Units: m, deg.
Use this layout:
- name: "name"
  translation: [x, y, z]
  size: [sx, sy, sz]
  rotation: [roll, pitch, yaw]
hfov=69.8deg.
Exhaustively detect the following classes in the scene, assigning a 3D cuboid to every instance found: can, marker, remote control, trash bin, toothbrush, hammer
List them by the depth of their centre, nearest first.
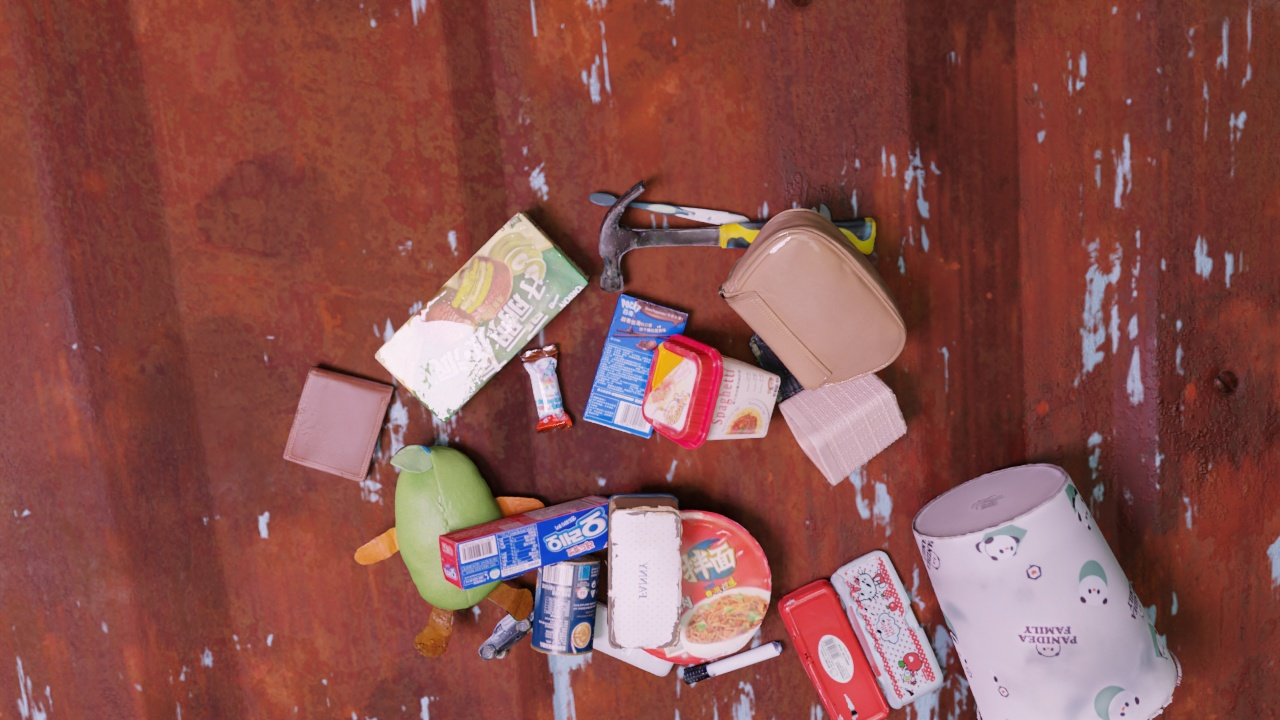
- name: "trash bin"
  translation: [0.451, 0.271, 1.061]
  size: [0.229, 0.229, 0.252]
  rotation: [-25, 92, 2]
- name: "hammer"
  translation: [0.113, -0.146, 1.064]
  size: [0.323, 0.031, 0.126]
  rotation: [-2, 116, -5]
- name: "toothbrush"
  translation: [0.034, -0.176, 1.076]
  size: [0.191, 0.018, 0.016]
  rotation: [8, 100, -6]
- name: "can"
  translation: [-0.089, 0.288, 1.099]
  size: [0.075, 0.075, 0.111]
  rotation: [5, 87, -3]
- name: "remote control"
  translation: [-0.018, 0.345, 1.146]
  size: [0.136, 0.020, 0.056]
  rotation: [24, 96, -3]
- name: "marker"
  translation: [0.116, 0.380, 1.158]
  size: [0.131, 0.018, 0.022]
  rotation: [-20, 89, 1]

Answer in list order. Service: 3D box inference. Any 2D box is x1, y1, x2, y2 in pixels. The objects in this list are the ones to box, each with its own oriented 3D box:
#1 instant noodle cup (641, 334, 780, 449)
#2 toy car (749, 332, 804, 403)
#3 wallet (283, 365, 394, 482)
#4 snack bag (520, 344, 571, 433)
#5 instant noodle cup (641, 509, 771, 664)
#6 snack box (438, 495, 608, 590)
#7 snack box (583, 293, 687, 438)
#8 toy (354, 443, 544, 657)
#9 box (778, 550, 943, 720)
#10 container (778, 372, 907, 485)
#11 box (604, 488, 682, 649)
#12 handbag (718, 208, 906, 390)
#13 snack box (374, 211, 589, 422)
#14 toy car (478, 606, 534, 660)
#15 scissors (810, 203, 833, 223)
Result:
- name: "instant noodle cup"
  translation: [0.083, 0.039, 1.052]
  size: [0.124, 0.117, 0.116]
  rotation: [9, 100, -33]
- name: "toy car"
  translation: [0.167, 0.005, 1.097]
  size: [0.049, 0.031, 0.105]
  rotation: [-26, 101, -2]
- name: "wallet"
  translation: [-0.358, 0.075, 1.091]
  size: [0.101, 0.032, 0.124]
  rotation: [18, 98, -8]
- name: "snack bag"
  translation: [-0.112, 0.036, 1.095]
  size: [0.045, 0.026, 0.105]
  rotation: [-11, 96, 3]
- name: "instant noodle cup"
  translation: [0.058, 0.267, 1.115]
  size: [0.194, 0.066, 0.194]
  rotation: [0, 97, -2]
- name: "snack box"
  translation: [-0.123, 0.206, 1.056]
  size: [0.207, 0.058, 0.057]
  rotation: [-11, 96, -32]
- name: "snack box"
  translation: [-0.006, 0.006, 1.094]
  size: [0.084, 0.026, 0.157]
  rotation: [17, 97, -5]
- name: "toy"
  translation: [-0.221, 0.211, 1.085]
  size: [0.226, 0.090, 0.246]
  rotation: [-15, 93, -16]
- name: "box"
  translation: [0.278, 0.355, 1.150]
  size: [0.158, 0.038, 0.201]
  rotation: [-26, 97, 1]
- name: "container"
  translation: [0.239, 0.069, 1.072]
  size: [0.111, 0.090, 0.090]
  rotation: [-33, 127, -1]
- name: "box"
  translation: [0.003, 0.235, 1.048]
  size: [0.090, 0.059, 0.184]
  rotation: [2, 96, -3]
- name: "handbag"
  translation: [0.194, -0.067, 1.023]
  size: [0.148, 0.099, 0.204]
  rotation: [-36, 109, 24]
- name: "snack box"
  translation: [-0.181, -0.051, 1.061]
  size: [0.240, 0.063, 0.114]
  rotation: [-43, 98, 4]
- name: "toy car"
  translation: [-0.161, 0.336, 1.130]
  size: [0.090, 0.043, 0.034]
  rotation: [-40, 71, 1]
- name: "scissors"
  translation: [0.205, -0.098, 1.068]
  size: [0.139, 0.019, 0.180]
  rotation: [-23, 116, 6]
